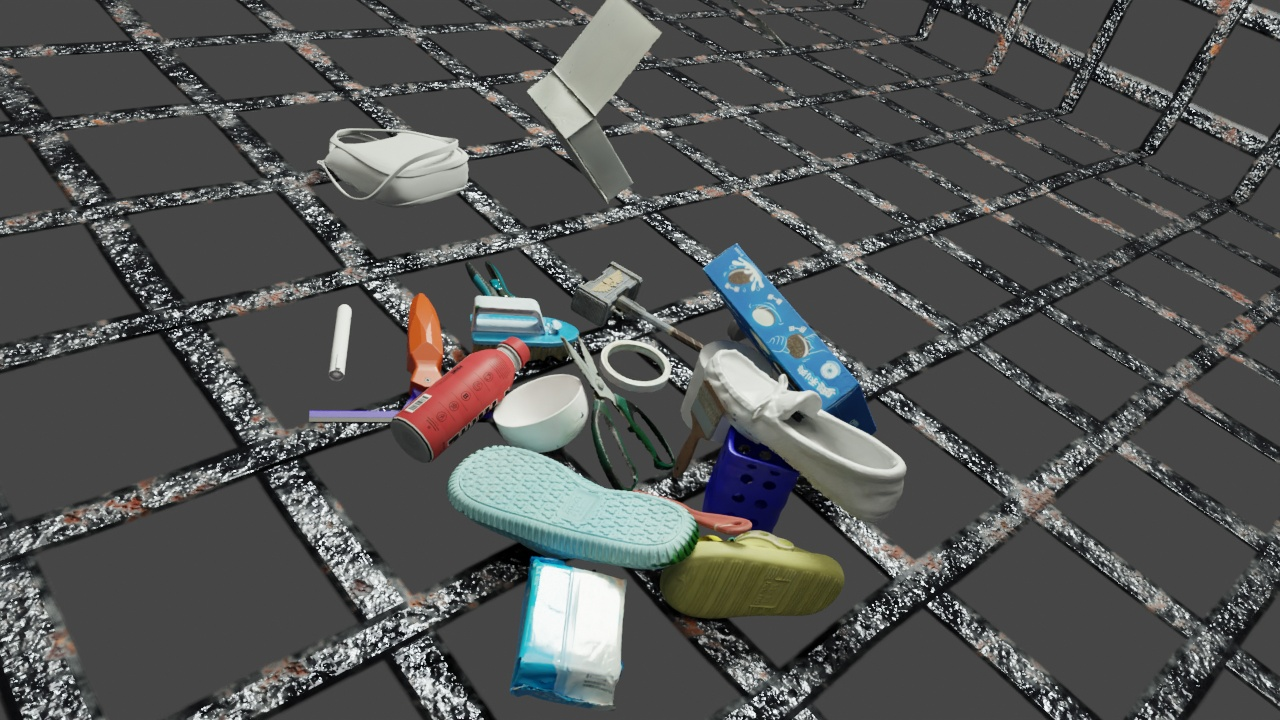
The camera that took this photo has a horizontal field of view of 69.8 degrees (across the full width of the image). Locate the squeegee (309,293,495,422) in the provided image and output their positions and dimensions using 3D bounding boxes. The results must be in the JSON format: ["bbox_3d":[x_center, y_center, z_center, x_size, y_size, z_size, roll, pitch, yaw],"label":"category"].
[{"bbox_3d":[-0.254,-0.009,1.076,0.249,0.055,0.184,2,47,-19],"label":"squeegee"}]

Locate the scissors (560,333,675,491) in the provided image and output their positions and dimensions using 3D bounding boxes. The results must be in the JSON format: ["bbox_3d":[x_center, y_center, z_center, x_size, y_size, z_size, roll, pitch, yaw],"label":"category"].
[{"bbox_3d":[-0.040,0.061,0.998,0.209,0.015,0.154,52,30,-8],"label":"scissors"}]

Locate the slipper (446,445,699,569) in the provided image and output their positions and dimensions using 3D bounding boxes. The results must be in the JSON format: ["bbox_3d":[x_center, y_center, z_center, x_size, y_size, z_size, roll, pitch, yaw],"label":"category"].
[{"bbox_3d":[-0.073,0.158,0.911,0.276,0.070,0.115,13,31,23],"label":"slipper"}]

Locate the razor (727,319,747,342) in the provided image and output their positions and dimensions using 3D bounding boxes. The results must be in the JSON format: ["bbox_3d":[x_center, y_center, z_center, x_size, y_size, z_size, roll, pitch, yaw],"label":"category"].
[{"bbox_3d":[0.191,-0.022,1.279,0.088,0.047,0.116,-21,58,-39],"label":"razor"}]

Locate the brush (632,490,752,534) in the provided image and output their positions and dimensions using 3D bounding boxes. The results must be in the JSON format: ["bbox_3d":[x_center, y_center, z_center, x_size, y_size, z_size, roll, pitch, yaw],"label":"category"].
[{"bbox_3d":[0.040,0.162,0.926,0.173,0.030,0.040,6,16,43],"label":"brush"}]

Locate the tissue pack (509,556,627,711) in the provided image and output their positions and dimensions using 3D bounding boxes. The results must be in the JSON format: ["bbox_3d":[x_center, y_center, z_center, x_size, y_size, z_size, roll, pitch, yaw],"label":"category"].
[{"bbox_3d":[-0.063,0.243,0.821,0.093,0.062,0.144,12,38,-7],"label":"tissue pack"}]

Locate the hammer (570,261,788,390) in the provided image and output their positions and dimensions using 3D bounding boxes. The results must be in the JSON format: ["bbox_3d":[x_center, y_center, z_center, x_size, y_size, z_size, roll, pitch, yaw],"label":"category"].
[{"bbox_3d":[0.065,-0.026,1.236,0.322,0.044,0.098,31,39,15],"label":"hammer"}]

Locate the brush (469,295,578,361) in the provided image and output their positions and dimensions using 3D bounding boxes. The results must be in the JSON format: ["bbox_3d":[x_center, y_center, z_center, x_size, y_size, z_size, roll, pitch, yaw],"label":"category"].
[{"bbox_3d":[-0.143,-0.041,1.144,0.135,0.075,0.055,3,40,-17],"label":"brush"}]

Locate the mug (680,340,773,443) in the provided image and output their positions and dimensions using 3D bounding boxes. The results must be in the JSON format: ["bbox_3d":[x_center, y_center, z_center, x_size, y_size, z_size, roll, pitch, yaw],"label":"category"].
[{"bbox_3d":[0.107,0.030,1.135,0.091,0.090,0.121,16,37,0],"label":"mug"}]

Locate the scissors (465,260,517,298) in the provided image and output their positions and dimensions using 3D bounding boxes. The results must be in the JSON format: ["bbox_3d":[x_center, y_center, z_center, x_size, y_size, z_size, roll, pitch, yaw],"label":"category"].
[{"bbox_3d":[-0.191,-0.093,1.241,0.129,0.019,0.138,20,39,4],"label":"scissors"}]

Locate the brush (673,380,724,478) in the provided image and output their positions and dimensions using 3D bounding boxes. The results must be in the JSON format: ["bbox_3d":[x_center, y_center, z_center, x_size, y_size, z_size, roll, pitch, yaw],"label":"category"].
[{"bbox_3d":[0.058,0.084,1.002,0.008,0.143,0.045,-7,51,-26],"label":"brush"}]

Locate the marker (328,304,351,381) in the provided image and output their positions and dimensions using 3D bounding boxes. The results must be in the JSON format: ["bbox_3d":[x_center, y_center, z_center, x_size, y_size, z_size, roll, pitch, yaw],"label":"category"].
[{"bbox_3d":[-0.356,-0.025,1.089,0.017,0.020,0.133,12,36,-22],"label":"marker"}]

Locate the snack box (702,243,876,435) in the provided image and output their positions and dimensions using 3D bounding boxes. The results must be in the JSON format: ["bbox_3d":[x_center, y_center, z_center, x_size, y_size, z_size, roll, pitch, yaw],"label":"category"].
[{"bbox_3d":[0.184,-0.011,1.120,0.056,0.195,0.238,-38,63,4],"label":"snack box"}]

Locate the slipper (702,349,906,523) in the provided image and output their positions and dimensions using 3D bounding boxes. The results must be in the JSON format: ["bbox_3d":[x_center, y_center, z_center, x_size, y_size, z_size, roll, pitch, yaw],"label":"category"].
[{"bbox_3d":[0.163,0.065,0.943,0.247,0.075,0.112,39,27,30],"label":"slipper"}]

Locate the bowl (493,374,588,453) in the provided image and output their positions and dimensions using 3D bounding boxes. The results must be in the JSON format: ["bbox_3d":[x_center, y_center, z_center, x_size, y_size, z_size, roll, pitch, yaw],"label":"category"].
[{"bbox_3d":[-0.106,0.064,1.022,0.105,0.054,0.104,-17,26,8],"label":"bowl"}]

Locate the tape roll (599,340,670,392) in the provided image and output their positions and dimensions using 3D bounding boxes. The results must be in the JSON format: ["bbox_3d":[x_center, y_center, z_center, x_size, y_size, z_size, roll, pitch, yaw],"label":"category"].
[{"bbox_3d":[-0.007,0.007,1.186,0.093,0.013,0.092,10,36,-8],"label":"tape roll"}]

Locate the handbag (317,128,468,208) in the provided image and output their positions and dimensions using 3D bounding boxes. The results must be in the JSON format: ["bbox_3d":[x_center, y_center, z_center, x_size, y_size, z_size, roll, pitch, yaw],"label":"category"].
[{"bbox_3d":[-0.393,-0.312,1.389,0.223,0.096,0.215,30,36,25],"label":"handbag"}]

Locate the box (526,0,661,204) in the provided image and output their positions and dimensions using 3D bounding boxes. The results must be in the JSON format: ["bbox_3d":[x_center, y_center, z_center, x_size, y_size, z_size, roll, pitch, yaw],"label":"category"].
[{"bbox_3d":[-0.070,-0.492,1.395,0.148,0.508,0.166,-12,46,-27],"label":"box"}]

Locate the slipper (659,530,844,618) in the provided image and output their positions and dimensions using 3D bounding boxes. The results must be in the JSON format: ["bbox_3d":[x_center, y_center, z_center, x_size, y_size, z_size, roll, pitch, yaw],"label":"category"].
[{"bbox_3d":[0.110,0.204,0.917,0.190,0.092,0.081,8,35,-16],"label":"slipper"}]

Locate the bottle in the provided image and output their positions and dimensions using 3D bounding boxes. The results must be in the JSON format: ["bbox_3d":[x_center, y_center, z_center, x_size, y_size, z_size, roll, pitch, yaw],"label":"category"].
[{"bbox_3d":[-0.190,0.035,1.009,0.062,0.062,0.176,32,52,19],"label":"bottle"}]

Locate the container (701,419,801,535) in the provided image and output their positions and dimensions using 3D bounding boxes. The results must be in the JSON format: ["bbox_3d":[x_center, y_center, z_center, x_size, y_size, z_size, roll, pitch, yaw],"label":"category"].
[{"bbox_3d":[0.122,0.125,0.998,0.084,0.114,0.084,16,37,0],"label":"container"}]
